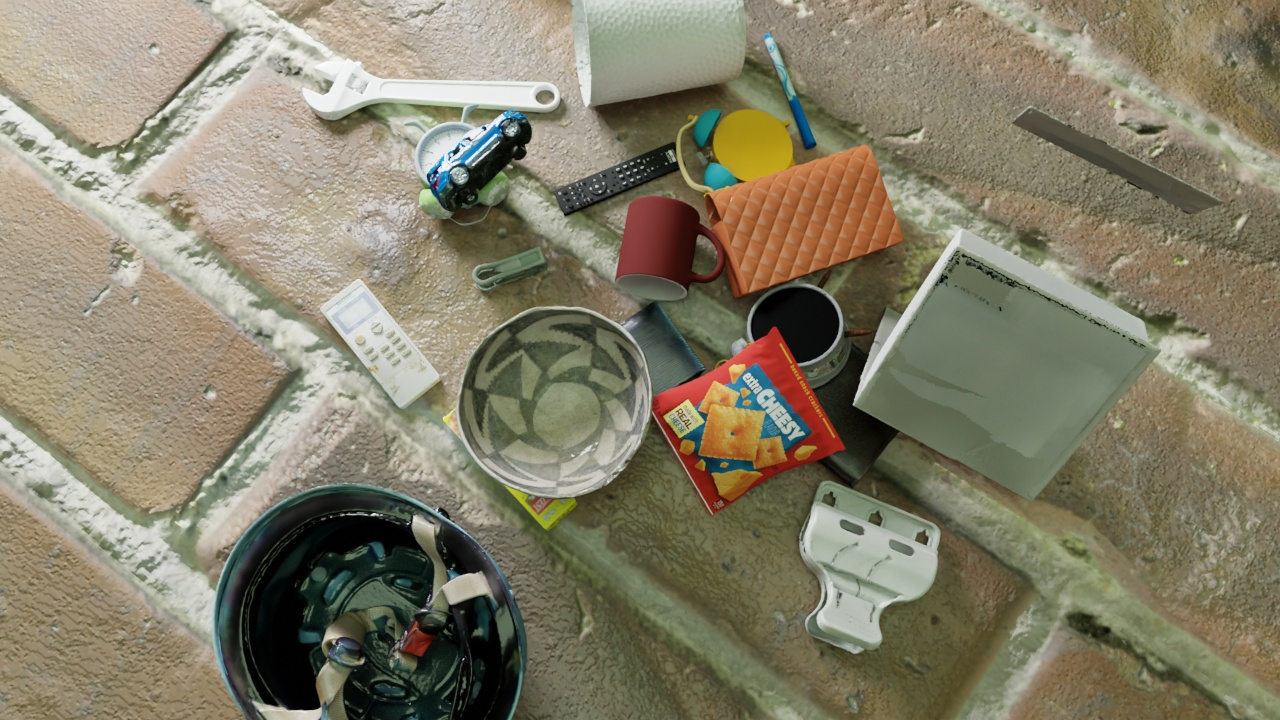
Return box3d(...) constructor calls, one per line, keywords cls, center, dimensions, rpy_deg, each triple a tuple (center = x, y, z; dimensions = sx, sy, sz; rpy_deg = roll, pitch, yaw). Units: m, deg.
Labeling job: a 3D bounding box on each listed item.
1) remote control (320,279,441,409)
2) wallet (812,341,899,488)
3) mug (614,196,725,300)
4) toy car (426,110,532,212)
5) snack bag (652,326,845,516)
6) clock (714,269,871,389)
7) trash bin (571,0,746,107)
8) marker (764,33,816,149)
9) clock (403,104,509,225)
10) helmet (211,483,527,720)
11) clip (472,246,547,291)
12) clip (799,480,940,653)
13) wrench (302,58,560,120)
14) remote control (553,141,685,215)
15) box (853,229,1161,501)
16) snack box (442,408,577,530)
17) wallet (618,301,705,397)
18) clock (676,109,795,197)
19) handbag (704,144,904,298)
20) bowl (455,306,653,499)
box3d(cls="remote control", center=(-0.260, -0.017, 0.917), dimensions=(0.050, 0.011, 0.136), rpy_deg=(-40, 80, -10))
box3d(cls="wallet", center=(0.204, 0.051, 0.898), dimensions=(0.099, 0.031, 0.119), rpy_deg=(40, 73, 10))
box3d(cls="mug", center=(0.033, -0.109, 0.908), dimensions=(0.106, 0.073, 0.082), rpy_deg=(6, 75, 15))
box3d(cls="toy car", center=(-0.158, -0.199, 0.898), dimensions=(0.120, 0.056, 0.043), rpy_deg=(-43, 79, -9))
box3d(cls="snack bag", center=(0.097, 0.059, 0.867), dimensions=(0.144, 0.039, 0.131), rpy_deg=(-29, 93, 14))
box3d(cls="clock", center=(0.140, -0.018, 0.895), dimensions=(0.148, 0.056, 0.104), rpy_deg=(-26, 61, -1))
box3d(cls="trash bin", center=(0.017, -0.336, 0.946), dimensions=(0.161, 0.133, 0.133), rpy_deg=(-7, 76, -8))
box3d(cls="marker", center=(0.160, -0.293, 0.992), dimensions=(0.013, 0.013, 0.141), rpy_deg=(-17, 77, -5))
box3d(cls="clock", center=(-0.187, -0.195, 0.947), dimensions=(0.094, 0.042, 0.119), rpy_deg=(-15, 76, -4))
box3d(cls="helmet", center=(-0.221, 0.231, 0.774), dimensions=(0.265, 0.167, 0.225), rpy_deg=(40, 76, 7))
box3d(cls="clip", center=(-0.132, -0.092, 0.930), dimensions=(0.076, 0.045, 0.023), rpy_deg=(-19, 75, -5))
box3d(cls="clip", center=(0.204, 0.194, 0.848), dimensions=(0.125, 0.075, 0.143), rpy_deg=(22, 66, 7))
box3d(cls="wrench", center=(-0.223, -0.287, 0.984), dimensions=(0.273, 0.018, 0.066), rpy_deg=(2, 76, -1))
box3d(cls="remote control", center=(-0.022, -0.191, 0.965), dimensions=(0.140, 0.009, 0.030), rpy_deg=(-24, 77, -6))
box3d(cls="box", center=(0.301, 0.004, 0.855), dimensions=(0.167, 0.380, 0.172), rpy_deg=(30, 94, 6))
box3d(cls="snack box", center=(-0.125, 0.097, 0.881), dimensions=(0.040, 0.029, 0.148), rpy_deg=(-43, 80, -10))
box3d(cls="wallet", center=(-0.005, 0.005, 0.907), dimensions=(0.115, 0.026, 0.089), rpy_deg=(-34, 77, -9))
box3d(cls="clock", center=(0.101, -0.217, 0.958), dimensions=(0.129, 0.044, 0.099), rpy_deg=(-8, 76, -10))
box3d(cls="handbag", center=(0.160, -0.141, 0.923), dimensions=(0.171, 0.060, 0.109), rpy_deg=(-19, 91, -10))
box3d(cls="bowl", center=(-0.075, 0.044, 0.849), dimensions=(0.178, 0.081, 0.178), rpy_deg=(-1, 72, 2))
